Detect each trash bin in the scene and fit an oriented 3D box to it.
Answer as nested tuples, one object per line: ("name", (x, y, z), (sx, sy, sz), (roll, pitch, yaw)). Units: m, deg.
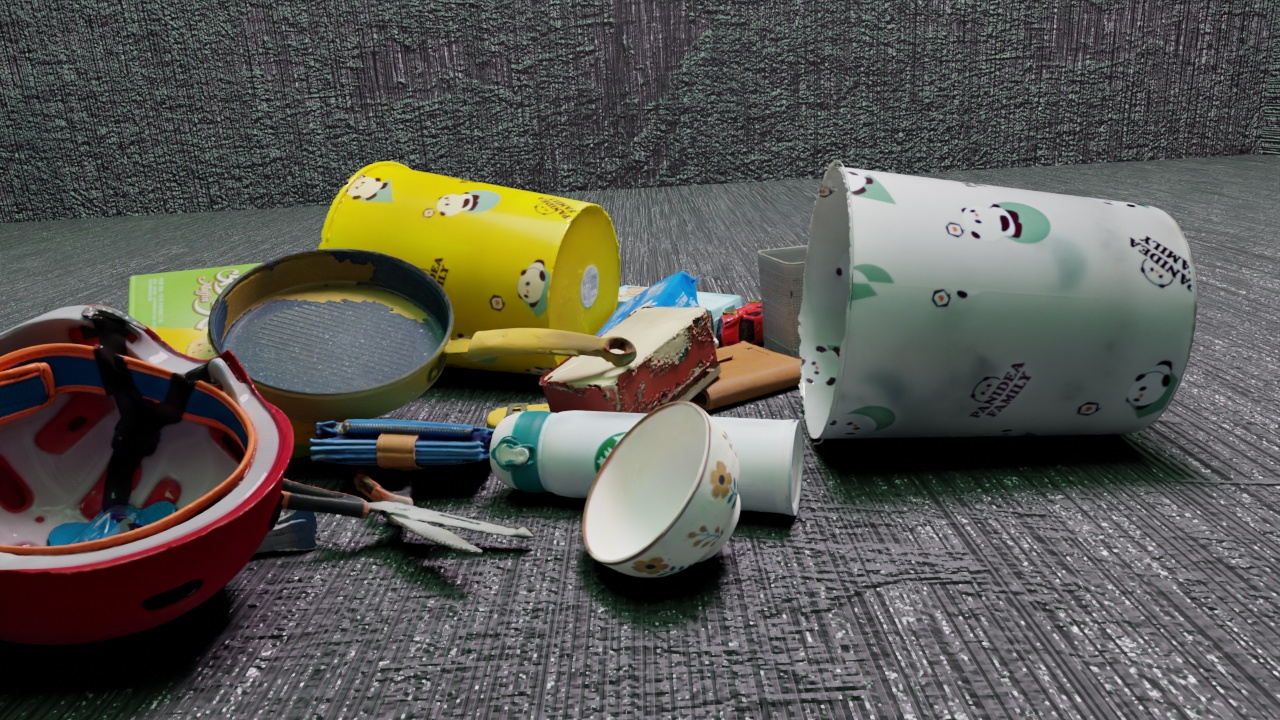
("trash bin", (0.269, -0.040, 0.739), (0.252, 0.230, 0.229), (3, 17, 2))
("trash bin", (-0.173, -0.091, 0.995), (0.255, 0.230, 0.229), (9, 20, 20))

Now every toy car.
("toy car", (0.120, -0.037, 1.036), (0.031, 0.049, 0.106), (8, 19, 38))

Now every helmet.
("helmet", (-0.325, 0.086, 0.550), (0.240, 0.144, 0.206), (21, 36, 12))

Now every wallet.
("wallet", (-0.180, 0.067, 0.728), (0.133, 0.040, 0.106), (0, -4, 0))
("wallet", (0.087, 0.013, 0.912), (0.131, 0.031, 0.108), (-13, 21, -32))

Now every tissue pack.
("tissue pack", (0.009, -0.038, 0.987), (0.095, 0.052, 0.156), (-26, 16, 30))

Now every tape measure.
("tape measure", (-0.106, 0.054, 0.806), (0.060, 0.029, 0.057), (-4, 17, -3))

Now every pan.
("pan", (-0.181, -0.021, 0.772), (0.357, 0.078, 0.197), (13, 41, 3))

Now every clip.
("clip", (-0.251, 0.119, 0.625), (0.058, 0.027, 0.045), (-8, 25, -14))

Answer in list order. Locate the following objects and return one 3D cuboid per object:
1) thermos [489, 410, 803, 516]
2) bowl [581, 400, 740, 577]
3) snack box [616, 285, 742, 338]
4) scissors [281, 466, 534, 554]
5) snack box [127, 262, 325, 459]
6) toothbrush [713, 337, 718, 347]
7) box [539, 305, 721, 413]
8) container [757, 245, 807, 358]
("thermos", (0.001, 0.071, 0.663), (0.224, 0.073, 0.073), (2, 17, 17))
("bowl", (0.022, 0.088, 0.575), (0.062, 0.113, 0.113), (35, 0, -25))
("snack box", (0.030, -0.054, 1.103), (0.175, 0.052, 0.074), (8, 20, 33))
("scissors", (-0.181, 0.099, 0.634), (0.188, 0.015, 0.227), (7, 3, -23))
("snack box", (-0.369, 0.001, 0.824), (0.157, 0.070, 0.210), (-9, 45, -19))
("toothbrush", (0.049, -0.018, 0.975), (0.018, 0.016, 0.191), (-4, 2, -17))
("box", (-0.005, 0.005, 0.811), (0.091, 0.080, 0.167), (3, 27, 36))
("container", (0.181, -0.059, 0.984), (0.090, 0.114, 0.090), (-7, 17, -14))
